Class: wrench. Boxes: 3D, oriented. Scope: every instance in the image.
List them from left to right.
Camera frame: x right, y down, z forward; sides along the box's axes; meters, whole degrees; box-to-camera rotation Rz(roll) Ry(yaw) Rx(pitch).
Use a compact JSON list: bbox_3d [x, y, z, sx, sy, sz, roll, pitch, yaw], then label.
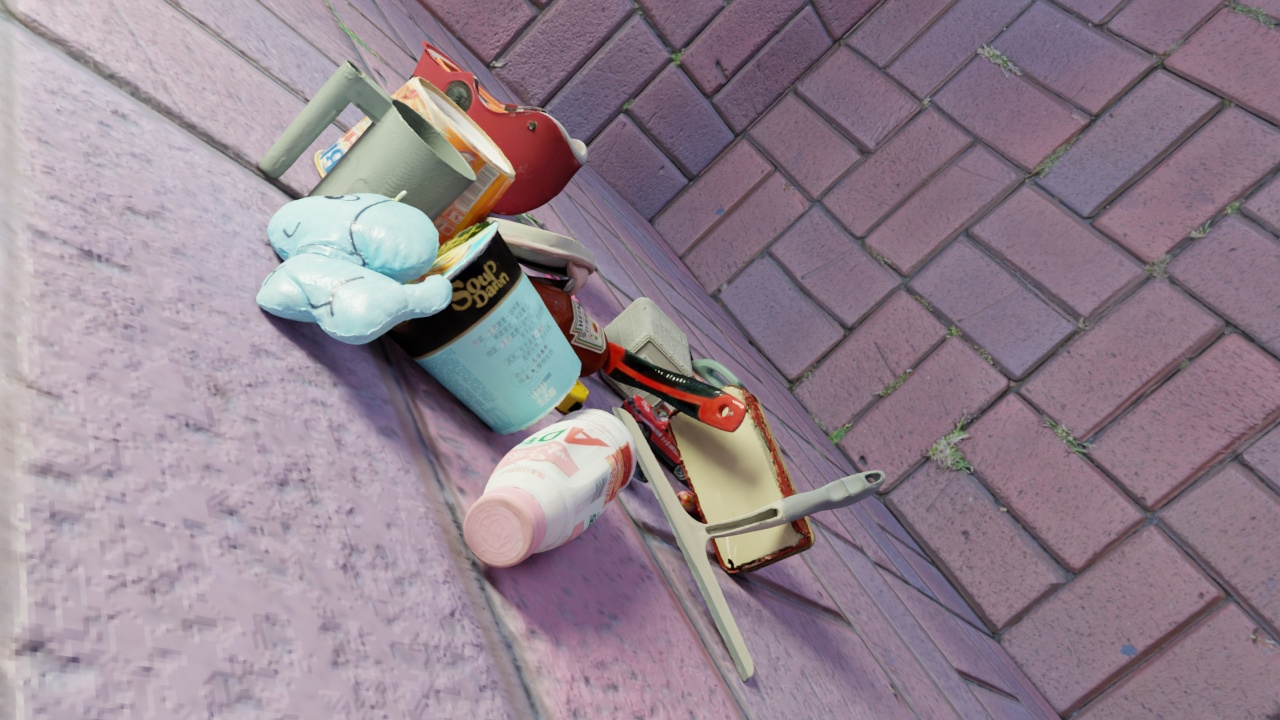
[{"bbox_3d":[-0.005,0.005,0.893,0.273,0.056,0.016,29,-2,39],"label":"wrench"}]

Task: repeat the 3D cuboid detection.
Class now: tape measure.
[{"bbox_3d":[-0.072,0.019,0.825,0.060,0.029,0.057,46,10,-5],"label":"tape measure"}]

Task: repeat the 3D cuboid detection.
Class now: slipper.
[{"bbox_3d":[-0.104,-0.096,0.903,0.114,0.054,0.274,15,1,-3],"label":"slipper"}]

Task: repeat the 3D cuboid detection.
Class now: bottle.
[{"bbox_3d":[-0.094,-0.047,0.830,0.059,0.060,0.206,54,5,34],"label":"bottle"},{"bbox_3d":[-0.054,0.078,0.569,0.068,0.068,0.196,48,14,3],"label":"bottle"}]

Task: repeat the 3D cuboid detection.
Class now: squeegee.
[{"bbox_3d":[0.120,0.132,0.807,0.246,0.039,0.246,-9,59,-32],"label":"squeegee"}]

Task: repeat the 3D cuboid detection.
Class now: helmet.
[{"bbox_3d":[-0.195,-0.270,1.130,0.240,0.144,0.206,34,9,3],"label":"helmet"}]

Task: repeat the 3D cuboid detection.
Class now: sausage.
[{"bbox_3d":[0.069,0.151,0.936,0.020,0.020,0.155,53,11,29],"label":"sausage"}]

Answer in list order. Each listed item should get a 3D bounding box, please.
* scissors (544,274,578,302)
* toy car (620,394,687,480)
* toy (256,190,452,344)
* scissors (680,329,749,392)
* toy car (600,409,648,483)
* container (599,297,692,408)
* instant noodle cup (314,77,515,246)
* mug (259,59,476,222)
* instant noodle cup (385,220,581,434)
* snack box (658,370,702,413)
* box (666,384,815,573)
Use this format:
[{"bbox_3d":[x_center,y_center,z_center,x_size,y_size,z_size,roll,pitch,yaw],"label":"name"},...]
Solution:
[{"bbox_3d":[-0.115,-0.092,1.133,0.063,0.017,0.135,49,13,11],"label":"scissors"},{"bbox_3d":[0.029,0.081,0.975,0.120,0.045,0.053,41,10,-20],"label":"toy car"},{"bbox_3d":[-0.173,-0.065,0.559,0.161,0.050,0.155,16,34,18],"label":"toy"},{"bbox_3d":[0.084,0.039,1.174,0.170,0.019,0.174,36,-31,37],"label":"scissors"},{"bbox_3d":[-0.020,0.078,0.798,0.090,0.034,0.043,39,10,-40],"label":"toy car"},{"bbox_3d":[0.005,-0.003,1.074,0.090,0.090,0.114,44,13,-18],"label":"container"},{"bbox_3d":[-0.190,-0.167,0.808,0.151,0.111,0.151,45,10,-11],"label":"instant noodle cup"},{"bbox_3d":[-0.202,-0.142,0.681,0.124,0.103,0.083,40,12,-32],"label":"mug"},{"bbox_3d":[-0.106,-0.015,0.627,0.120,0.111,0.111,53,7,-22],"label":"instant noodle cup"},{"bbox_3d":[0.086,0.089,1.117,0.156,0.027,0.076,49,48,9],"label":"snack box"},{"bbox_3d":[0.095,0.113,0.883,0.079,0.091,0.168,25,41,-65],"label":"box"}]
